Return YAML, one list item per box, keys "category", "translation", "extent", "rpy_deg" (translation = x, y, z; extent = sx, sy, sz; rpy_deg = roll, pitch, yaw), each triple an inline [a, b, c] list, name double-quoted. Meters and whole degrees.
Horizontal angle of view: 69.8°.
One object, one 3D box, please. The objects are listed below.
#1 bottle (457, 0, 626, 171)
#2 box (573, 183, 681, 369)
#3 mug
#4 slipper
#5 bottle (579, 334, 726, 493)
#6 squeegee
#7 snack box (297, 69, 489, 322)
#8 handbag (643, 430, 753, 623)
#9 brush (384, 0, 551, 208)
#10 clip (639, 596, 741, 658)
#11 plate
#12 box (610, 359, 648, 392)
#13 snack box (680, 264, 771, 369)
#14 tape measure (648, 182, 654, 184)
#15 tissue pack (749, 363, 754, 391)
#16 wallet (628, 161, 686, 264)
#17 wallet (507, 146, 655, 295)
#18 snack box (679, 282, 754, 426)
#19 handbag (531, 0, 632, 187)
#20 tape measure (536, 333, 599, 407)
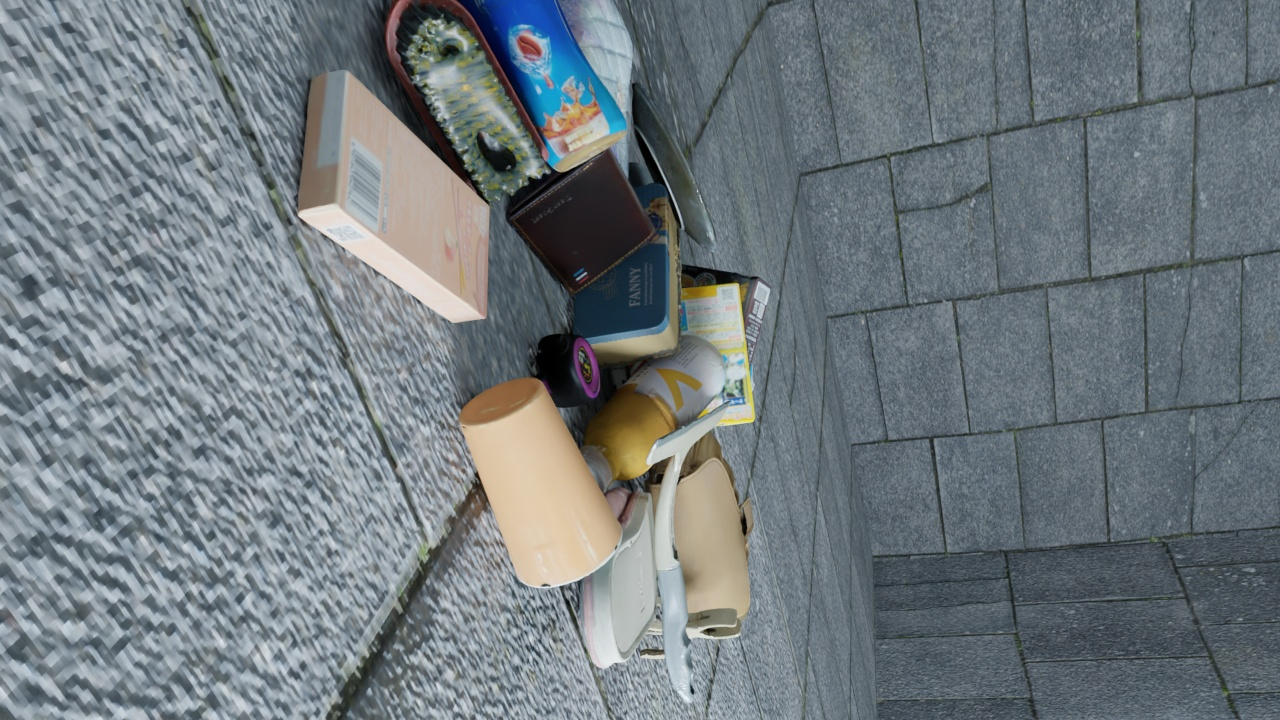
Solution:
- category: "bottle"
  translation: [-0.087, -0.243, 0.649]
  extent: [0.218, 0.065, 0.065]
  rpy_deg: [61, 21, -8]
- category: "box"
  translation: [-0.010, -0.072, 0.827]
  extent: [0.060, 0.090, 0.184]
  rpy_deg: [63, 21, -51]
- category: "mug"
  translation: [-0.068, 0.077, 0.605]
  extent: [0.078, 0.078, 0.123]
  rpy_deg: [-65, 138, -61]
- category: "slipper"
  translation: [-0.022, 0.167, 0.732]
  extent: [0.274, 0.054, 0.114]
  rpy_deg: [-24, 110, -82]
- category: "bottle"
  translation: [0.006, 0.047, 0.798]
  extent: [0.189, 0.068, 0.068]
  rpy_deg: [-44, 127, -41]
- category: "squeegee"
  translation: [0.030, 0.167, 0.775]
  extent: [0.246, 0.039, 0.246]
  rpy_deg: [-15, 107, -72]
- category: "snack box"
  translation: [-0.136, -0.088, 0.535]
  extent: [0.157, 0.026, 0.084]
  rpy_deg: [45, 40, -63]
- category: "handbag"
  translation: [0.061, 0.171, 0.924]
  extent: [0.147, 0.100, 0.204]
  rpy_deg: [-49, 129, -76]
- category: "brush"
  translation: [-0.117, -0.174, 0.595]
  extent: [0.069, 0.063, 0.146]
  rpy_deg: [56, -4, 44]
- category: "clip"
  translation: [0.031, 0.234, 0.827]
  extent: [0.092, 0.103, 0.034]
  rpy_deg: [45, 36, -25]
- category: "plate"
  translation: [0.026, -0.183, 0.894]
  extent: [0.179, 0.024, 0.179]
  rpy_deg: [62, 0, -1]
- category: "box"
  translation: [-0.001, 0.004, 0.884]
  extent: [0.070, 0.058, 0.164]
  rpy_deg: [-6, 89, -59]
- category: "snack box"
  translation: [0.069, -0.033, 0.979]
  extent: [0.053, 0.113, 0.125]
  rpy_deg: [22, 82, -59]
- category: "tape measure"
  translation: [0.016, -0.160, 0.972]
  extent: [0.054, 0.025, 0.058]
  rpy_deg: [60, 39, -10]
- category: "tissue pack"
  translation: [0.076, -0.006, 1.073]
  extent: [0.063, 0.090, 0.140]
  rpy_deg: [-80, 156, -46]
- category: "wallet"
  translation: [0.012, -0.147, 1.025]
  extent: [0.106, 0.037, 0.129]
  rpy_deg: [2, 80, -61]
- category: "wallet"
  translation: [-0.045, -0.113, 0.748]
  extent: [0.020, 0.096, 0.122]
  rpy_deg: [51, 0, 32]
- category: "snack box"
  translation: [0.062, -0.004, 0.912]
  extent: [0.034, 0.087, 0.140]
  rpy_deg: [97, -14, -84]
- category: "handbag"
  translation: [-0.050, -0.227, 0.794]
  extent: [0.134, 0.076, 0.193]
  rpy_deg: [55, 31, -56]
- category: "tape measure"
  translation: [-0.059, 0.008, 0.721]
  extent: [0.057, 0.039, 0.058]
  rpy_deg: [-5, 82, -73]
